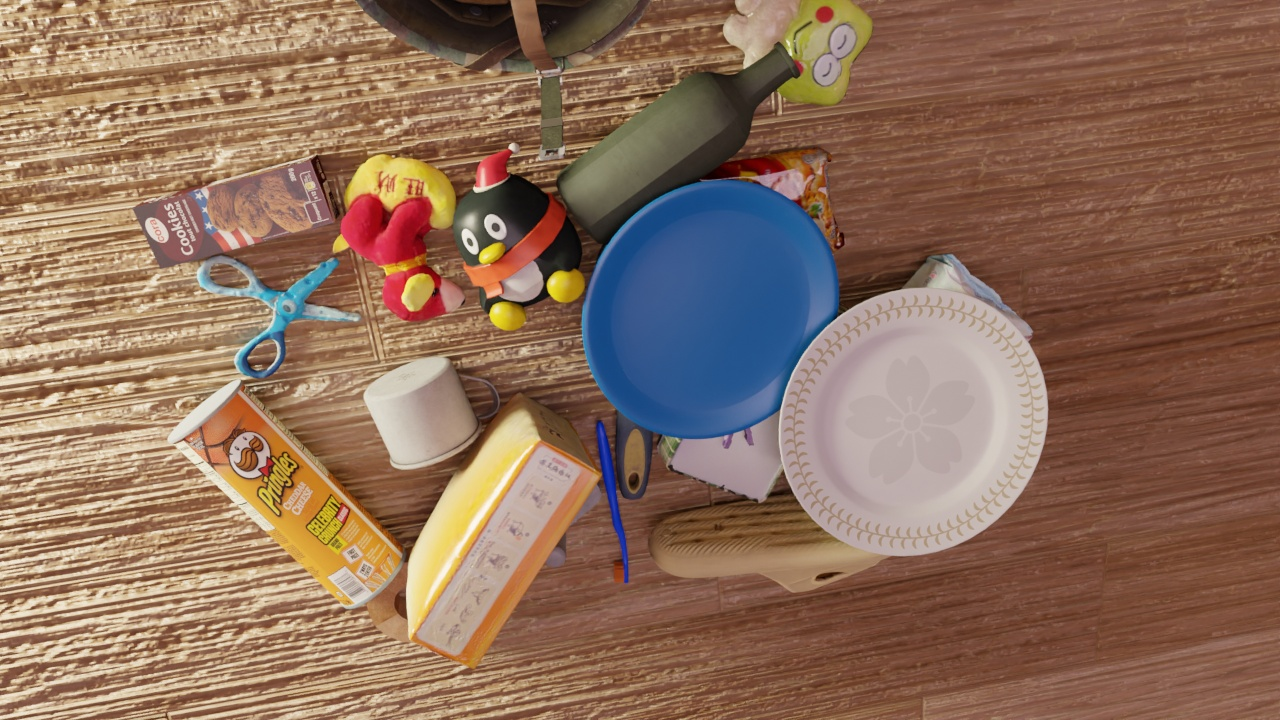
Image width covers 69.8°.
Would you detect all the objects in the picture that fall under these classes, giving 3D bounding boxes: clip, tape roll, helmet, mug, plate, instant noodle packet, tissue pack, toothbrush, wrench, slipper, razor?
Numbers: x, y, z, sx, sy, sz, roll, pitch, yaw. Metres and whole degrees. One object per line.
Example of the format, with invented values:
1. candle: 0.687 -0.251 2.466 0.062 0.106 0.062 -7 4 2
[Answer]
1. clip: 0.085 0.060 0.826 0.046 0.014 0.050 -30 117 5
2. tape roll: -0.215 0.227 0.889 0.094 0.027 0.094 -3 112 -8
3. helmet: -0.086 -0.277 0.601 0.224 0.236 0.193 -23 146 -10
4. mug: -0.178 0.038 0.800 0.113 0.084 0.070 -33 114 -32
5. plate: 0.059 -0.040 0.769 0.224 0.024 0.225 -6 112 -14
6. instant noodle packet: 0.106 -0.128 0.794 0.135 0.039 0.099 -10 116 -3
7. tissue pack: 0.260 0.002 0.851 0.112 0.070 0.182 34 103 -17
8. toothbrush: -0.029 0.141 0.890 0.018 0.016 0.183 -8 113 0
9. wrench: -0.005 0.005 0.837 0.073 0.022 0.274 -1 111 -8
10. slipper: 0.139 0.185 0.883 0.261 0.111 0.079 -5 109 -2
11. razor: -0.077 0.152 0.833 0.088 0.116 0.047 -41 105 8
12. plate: 0.240 0.056 0.810 0.242 0.016 0.242 -1 101 -5

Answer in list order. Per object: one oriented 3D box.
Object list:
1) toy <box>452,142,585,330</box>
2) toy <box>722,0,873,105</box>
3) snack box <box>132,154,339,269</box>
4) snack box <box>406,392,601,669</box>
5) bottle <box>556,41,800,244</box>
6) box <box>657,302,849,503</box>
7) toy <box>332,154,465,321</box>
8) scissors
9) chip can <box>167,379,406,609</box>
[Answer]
1. toy: -0.104 -0.101 0.738 0.098 0.099 0.119 -24 122 24
2. toy: 0.125 -0.260 0.741 0.115 0.046 0.092 21 112 -7
3. snack box: -0.321 -0.120 0.734 0.141 0.031 0.051 -16 113 -2
4. snack box: -0.130 0.135 0.790 0.080 0.145 0.195 32 94 -19
5. bottle: 0.032 -0.178 0.733 0.207 0.071 0.071 -34 112 12
6. box: 0.108 0.026 0.850 0.117 0.050 0.206 20 107 -18
7. toy: -0.198 -0.098 0.748 0.105 0.067 0.137 -8 104 1
8. scissors: -0.308 -0.036 0.781 0.134 0.012 0.134 9 109 -14
9. chip can: -0.305 0.120 0.808 0.075 0.075 0.215 -35 112 5
